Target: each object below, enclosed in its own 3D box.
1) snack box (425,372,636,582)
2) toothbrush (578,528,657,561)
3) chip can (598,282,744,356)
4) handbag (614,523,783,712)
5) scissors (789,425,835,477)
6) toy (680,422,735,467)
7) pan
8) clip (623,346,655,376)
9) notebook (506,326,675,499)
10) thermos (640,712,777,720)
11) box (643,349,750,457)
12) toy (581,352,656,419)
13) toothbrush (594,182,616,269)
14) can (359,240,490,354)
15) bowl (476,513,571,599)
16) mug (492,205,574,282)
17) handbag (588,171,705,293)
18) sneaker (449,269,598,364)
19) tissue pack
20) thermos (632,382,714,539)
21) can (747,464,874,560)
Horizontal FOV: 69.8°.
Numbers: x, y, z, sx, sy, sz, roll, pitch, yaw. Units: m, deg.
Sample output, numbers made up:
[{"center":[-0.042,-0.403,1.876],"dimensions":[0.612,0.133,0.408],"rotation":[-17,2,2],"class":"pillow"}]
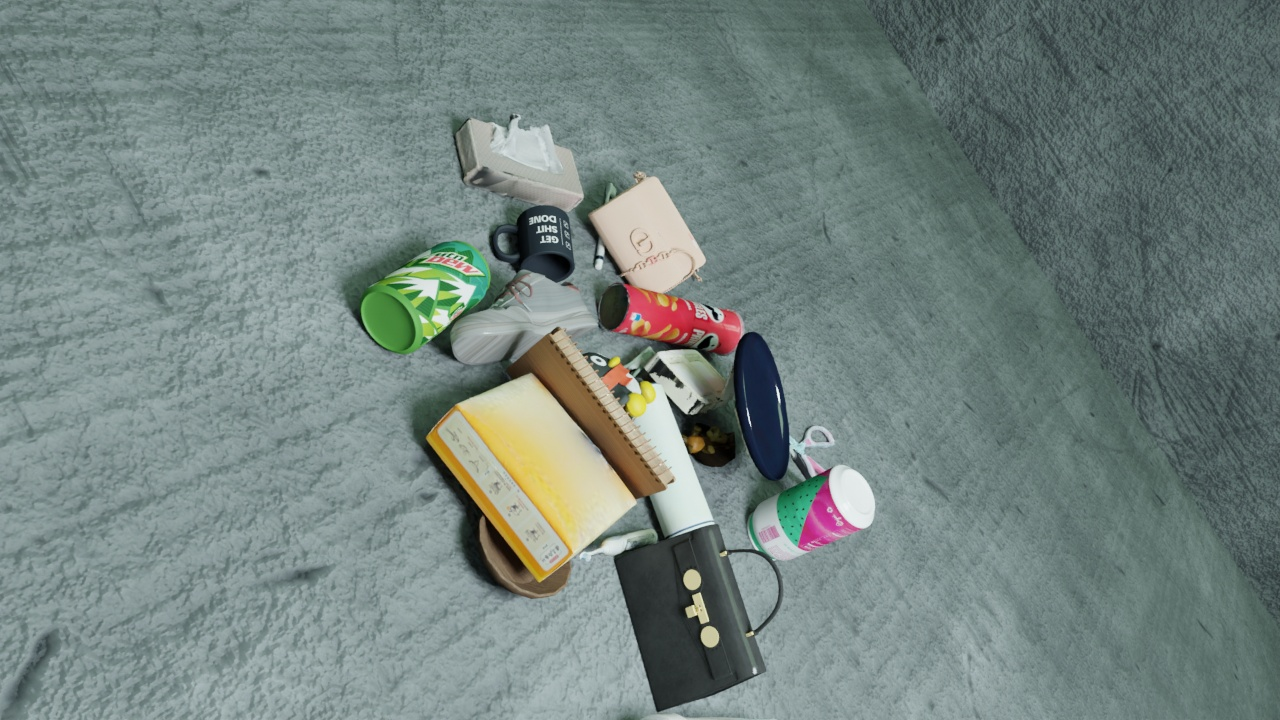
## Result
[{"center":[-0.109,0.114,0.988],"dimensions":[0.195,0.081,0.144],"rotation":[50,28,7],"class":"snack box"},{"center":[-0.027,0.210,1.044],"dimensions":[0.024,0.022,0.185],"rotation":[25,6,24],"class":"toothbrush"},{"center":[0.046,-0.058,1.323],"dimensions":[0.232,0.073,0.073],"rotation":[11,56,-41],"class":"chip can"},{"center":[0.083,0.271,1.016],"dimensions":[0.072,0.196,0.175],"rotation":[4,60,-45],"class":"handbag"},{"center":[0.264,0.136,1.460],"dimensions":[0.172,0.014,0.158],"rotation":[43,41,-11],"class":"scissors"},{"center":[0.083,0.114,1.249],"dimensions":[0.100,0.063,0.076],"rotation":[1,40,-34],"class":"toy"},{"center":[0.193,0.104,1.273],"dimensions":[0.356,0.021,0.198],"rotation":[52,34,-46],"class":"pan"},{"center":[-0.009,0.009,1.251],"dimensions":[0.023,0.048,0.076],"rotation":[51,41,-2],"class":"clip"},{"center":[-0.059,0.069,1.042],"dimensions":[0.022,0.169,0.210],"rotation":[-39,93,-29],"class":"notebook"},{"center":[0.073,0.427,0.981],"dimensions":[0.220,0.100,0.099],"rotation":[18,51,-43],"class":"thermos"},{"center":[0.123,0.036,1.249],"dimensions":[0.194,0.101,0.143],"rotation":[47,21,15],"class":"box"},{"center":[-0.055,0.036,1.126],"dimensions":[0.119,0.100,0.097],"rotation":[47,18,0],"class":"toy"},{"center":[-0.051,-0.202,1.374],"dimensions":[0.017,0.012,0.186],"rotation":[34,42,-30],"class":"toothbrush"},{"center":[-0.237,-0.074,1.024],"dimensions":[0.083,0.083,0.143],"rotation":[50,38,-7],"class":"can"},{"center":[-0.128,0.203,0.968],"dimensions":[0.118,0.030,0.117],"rotation":[33,31,-23],"class":"bowl"},{"center":[-0.142,-0.152,1.204],"dimensions":[0.105,0.071,0.077],"rotation":[1,59,-16],"class":"mug"},{"center":[0.005,-0.173,1.392],"dimensions":[0.199,0.116,0.187],"rotation":[57,-3,-12],"class":"handbag"},{"center":[-0.149,-0.060,1.100],"dimensions":[0.235,0.099,0.089],"rotation":[-10,71,-57],"class":"sneaker"},{"center":[-0.163,-0.279,1.272],"dimensions":[0.181,0.071,0.103],"rotation":[7,59,-39],"class":"tissue pack"},{"center":[0.035,0.144,1.167],"dimensions":[0.067,0.068,0.230],"rotation":[0,63,-47],"class":"thermos"},{"center":[0.229,0.209,1.241],"dimensions":[0.088,0.166,0.088],"rotation":[27,46,-32],"class":"can"}]
